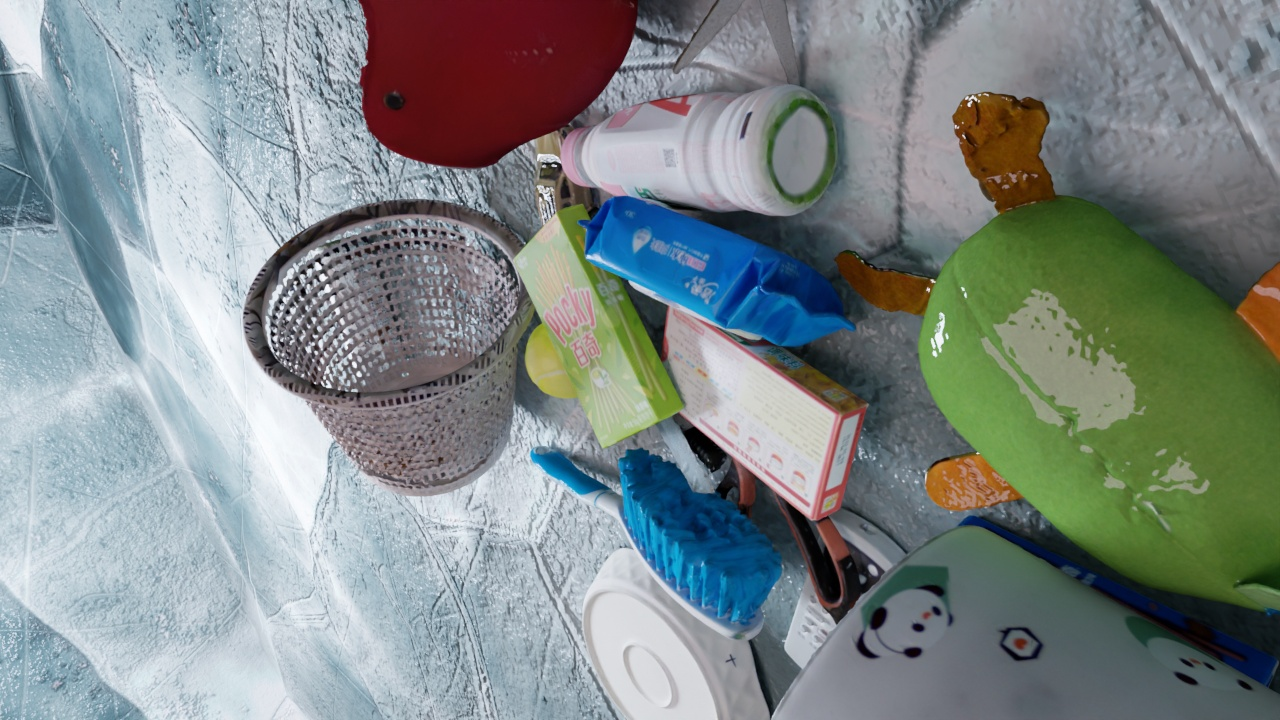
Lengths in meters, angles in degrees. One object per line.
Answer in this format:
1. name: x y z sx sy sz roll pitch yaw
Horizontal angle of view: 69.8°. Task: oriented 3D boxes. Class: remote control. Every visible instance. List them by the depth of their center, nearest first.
1. remote control: 0.136 0.167 0.622 0.058 0.021 0.150 35 136 33

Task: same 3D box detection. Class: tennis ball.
1. tennis ball: -0.057 -0.003 0.713 0.065 0.065 0.066 28 131 38

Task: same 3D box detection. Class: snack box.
1. snack box: 0.236 0.153 0.488 0.157 0.026 0.085 25 129 40
2. snack box: 0.069 0.024 0.574 0.156 0.027 0.077 38 132 42
3. snack box: -0.033 -0.021 0.641 0.086 0.026 0.156 -31 84 56

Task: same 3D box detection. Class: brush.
1. brush: -0.010 0.110 0.717 0.314 0.060 0.110 37 140 44

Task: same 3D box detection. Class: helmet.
1. helmet: -0.082 -0.237 0.511 0.144 0.206 0.240 -12 106 17

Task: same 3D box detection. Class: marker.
1. marker: 0.017 0.036 0.671 0.131 0.018 0.023 44 144 39

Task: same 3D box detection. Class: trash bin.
1. trash bin: 0.196 0.215 0.379 0.252 0.229 0.230 36 136 39
2. trash bin: -0.194 0.006 0.784 0.227 0.227 0.192 39 150 29

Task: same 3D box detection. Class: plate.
1. plate: 0.020 0.263 0.801 0.205 0.045 0.205 29 132 37

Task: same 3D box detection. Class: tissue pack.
1. tissue pack: 0.042 -0.049 0.537 0.157 0.094 0.052 27 99 38

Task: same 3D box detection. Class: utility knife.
1. utility knife: -0.004 0.004 0.662 0.033 0.015 0.219 -51 60 43

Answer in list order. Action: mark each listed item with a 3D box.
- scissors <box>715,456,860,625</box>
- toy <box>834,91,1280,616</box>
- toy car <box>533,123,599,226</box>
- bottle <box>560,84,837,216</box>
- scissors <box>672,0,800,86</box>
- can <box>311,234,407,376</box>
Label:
1. scissors: 0.082 0.076 0.618 0.189 0.015 0.226 40 138 43
2. toy: 0.196 0.009 0.398 0.246 0.089 0.228 51 143 10
3. toy car: -0.056 -0.126 0.664 0.042 0.035 0.090 14 119 44
4. bottle: 0.022 -0.123 0.547 0.197 0.068 0.068 14 122 49
5. scissors: 0.062 -0.206 0.444 0.163 0.012 0.176 -20 129 31
6. can: -0.299 -0.057 0.977 0.058 0.058 0.147 4 114 49
